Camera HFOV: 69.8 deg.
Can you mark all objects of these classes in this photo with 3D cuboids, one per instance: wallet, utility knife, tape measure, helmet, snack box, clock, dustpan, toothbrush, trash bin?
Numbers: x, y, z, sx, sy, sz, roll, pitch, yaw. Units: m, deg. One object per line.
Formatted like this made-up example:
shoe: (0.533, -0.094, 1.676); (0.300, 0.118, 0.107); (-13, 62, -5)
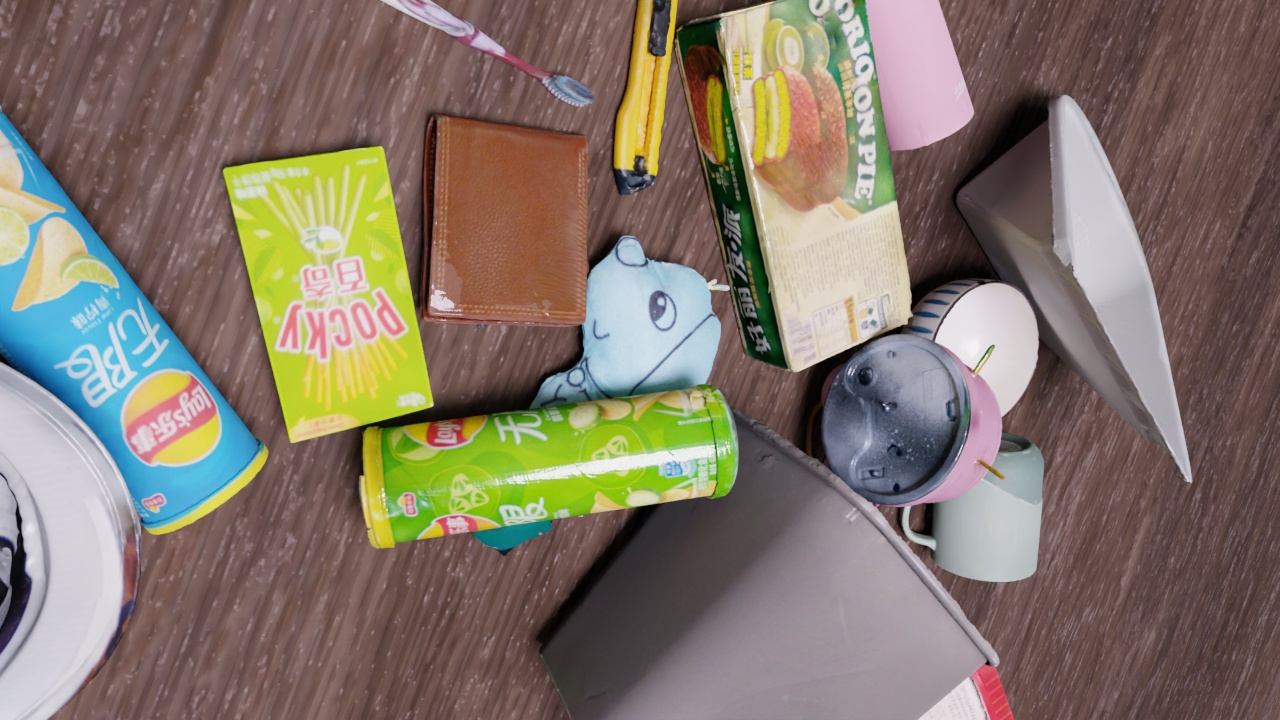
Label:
wallet: (-0.079, -0.082, 0.552); (0.101, 0.032, 0.124); (1, 89, -27)
utility knife: (0.008, -0.214, 0.583); (0.033, 0.015, 0.218); (2, 100, -30)
tape measure: (-0.088, 0.096, 0.598); (0.054, 0.025, 0.058); (-25, 111, -21)
helmet: (-0.362, 0.079, 0.387); (0.258, 0.146, 0.229); (-15, 109, -29)
snack box: (-0.175, -0.038, 0.523); (0.085, 0.026, 0.156); (-14, 108, -23)
clock: (0.176, 0.048, 0.648); (0.059, 0.159, 0.117); (15, 69, -39)
snack box: (0.109, -0.122, 0.628); (0.114, 0.063, 0.240); (-23, 111, -21)
dustpan: (0.356, -0.084, 0.691); (0.143, 0.257, 0.222); (-37, 117, 10)
toothbrush: (-0.106, -0.193, 0.529); (0.187, 0.017, 0.016); (23, 89, -30)
trash bin: (0.071, 0.184, 0.614); (0.219, 0.198, 0.199); (-44, 115, -4)

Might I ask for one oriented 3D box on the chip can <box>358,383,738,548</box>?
chip can: (-0.051, 0.061, 0.551); (0.221, 0.072, 0.072); (-7, 105, -10)

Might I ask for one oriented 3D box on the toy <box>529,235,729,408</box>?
toy: (-0.004, 0.004, 0.606); (0.156, 0.050, 0.161); (-29, 110, -10)

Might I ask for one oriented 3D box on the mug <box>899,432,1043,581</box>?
mug: (0.273, 0.117, 0.762); (0.112, 0.082, 0.106); (0, 103, 5)

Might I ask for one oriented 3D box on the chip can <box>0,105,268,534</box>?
chip can: (-0.276, -0.015, 0.452); (0.071, 0.071, 0.210); (-35, 114, -16)

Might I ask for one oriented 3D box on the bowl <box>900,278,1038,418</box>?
bowl: (0.247, -0.009, 0.721); (0.116, 0.066, 0.116); (-7, 105, -26)

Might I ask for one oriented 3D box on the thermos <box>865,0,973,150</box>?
thermos: (0.171, -0.253, 0.635); (0.199, 0.067, 0.087); (61, 41, -22)

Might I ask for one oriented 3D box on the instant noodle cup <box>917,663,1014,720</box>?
instant noodle cup: (0.219, 0.279, 0.751); (0.124, 0.116, 0.117); (-28, 112, -7)
